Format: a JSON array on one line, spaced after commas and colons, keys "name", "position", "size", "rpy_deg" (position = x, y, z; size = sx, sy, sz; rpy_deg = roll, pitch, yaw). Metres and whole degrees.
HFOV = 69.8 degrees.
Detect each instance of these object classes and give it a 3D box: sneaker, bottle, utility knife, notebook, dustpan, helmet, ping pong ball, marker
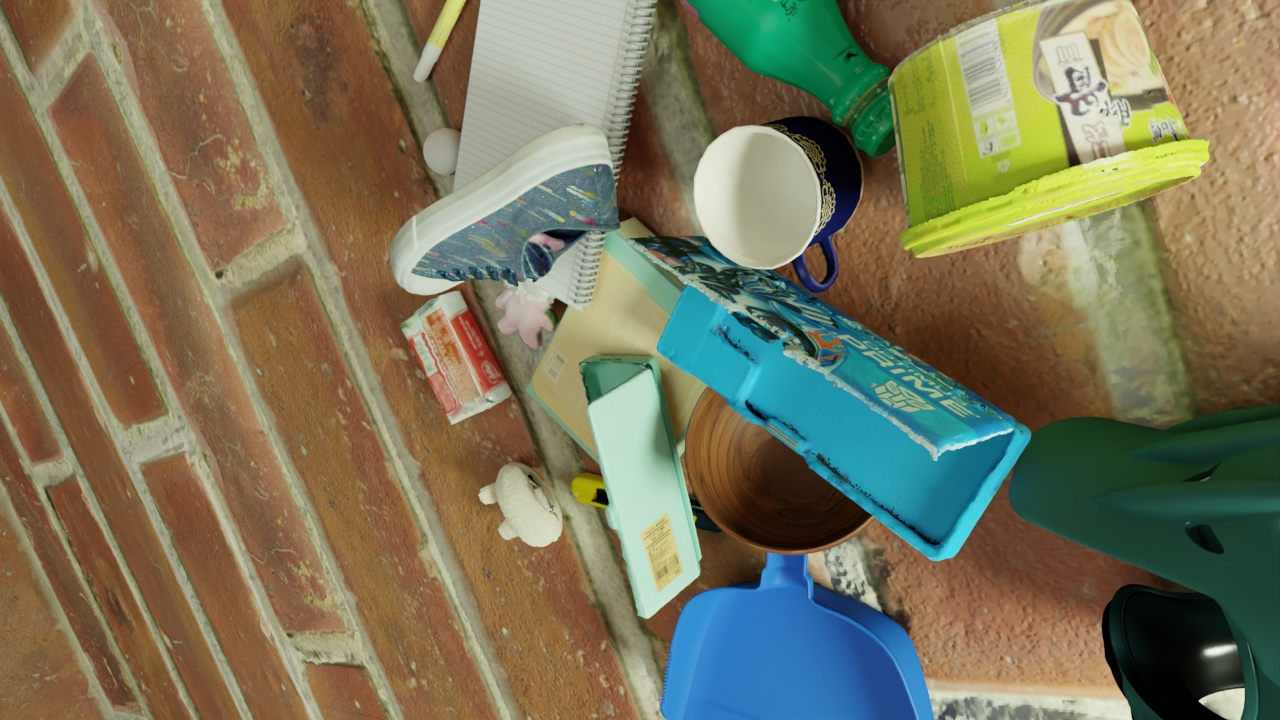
[{"name": "sneaker", "position": [-0.106, -0.088, 0.684], "size": [0.236, 0.087, 0.079], "rpy_deg": [-24, 83, 41]}, {"name": "bottle", "position": [0.083, -0.209, 0.558], "size": [0.209, 0.067, 0.068], "rpy_deg": [48, 131, 12]}, {"name": "utility knife", "position": [0.010, 0.125, 0.800], "size": [0.173, 0.020, 0.029], "rpy_deg": [6, 114, 36]}, {"name": "notebook", "position": [-0.077, -0.182, 0.702], "size": [0.178, 0.013, 0.246], "rpy_deg": [31, 118, 34]}, {"name": "dustpan", "position": [0.123, 0.200, 0.713], "size": [0.246, 0.059, 0.257], "rpy_deg": [5, 93, 36]}, {"name": "helmet", "position": [0.332, 0.115, 0.440], "size": [0.275, 0.176, 0.200], "rpy_deg": [6, 118, 52]}, {"name": "ping pong ball", "position": [-0.166, -0.180, 0.790], "size": [0.040, 0.040, 0.040], "rpy_deg": [17, 119, 33]}, {"name": "marker", "position": [-0.159, -0.282, 0.756], "size": [0.014, 0.014, 0.133], "rpy_deg": [51, 132, 9]}]

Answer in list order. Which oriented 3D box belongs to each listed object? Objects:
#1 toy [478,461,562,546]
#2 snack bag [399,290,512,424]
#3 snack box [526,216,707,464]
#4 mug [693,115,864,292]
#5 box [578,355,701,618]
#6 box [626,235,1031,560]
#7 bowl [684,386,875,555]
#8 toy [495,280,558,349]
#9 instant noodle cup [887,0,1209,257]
[{"name": "toy", "position": [-0.107, 0.137, 0.877], "size": [0.113, 0.050, 0.087], "rpy_deg": [-28, 91, 39]}, {"name": "snack bag", "position": [-0.178, -0.002, 0.881], "size": [0.077, 0.036, 0.116], "rpy_deg": [-26, 91, 42]}, {"name": "snack box", "position": [-0.004, 0.004, 0.739], "size": [0.141, 0.044, 0.194], "rpy_deg": [43, 130, 15]}, {"name": "mug", "position": [0.100, -0.099, 0.579], "size": [0.086, 0.089, 0.112], "rpy_deg": [-27, 92, 42]}, {"name": "box", "position": [-0.013, 0.097, 0.701], "size": [0.077, 0.092, 0.188], "rpy_deg": [2, 115, 32]}, {"name": "box", "position": [0.088, 0.011, 0.545], "size": [0.243, 0.115, 0.094], "rpy_deg": [38, 111, 36]}, {"name": "bowl", "position": [0.111, 0.067, 0.645], "size": [0.147, 0.069, 0.147], "rpy_deg": [-7, 67, 17]}, {"name": "toy", "position": [-0.093, -0.067, 0.777], "size": [0.096, 0.041, 0.109], "rpy_deg": [21, 110, 36]}, {"name": "instant noodle cup", "position": [0.196, -0.118, 0.467], "size": [0.147, 0.145, 0.098], "rpy_deg": [-17, 87, 42]}]
